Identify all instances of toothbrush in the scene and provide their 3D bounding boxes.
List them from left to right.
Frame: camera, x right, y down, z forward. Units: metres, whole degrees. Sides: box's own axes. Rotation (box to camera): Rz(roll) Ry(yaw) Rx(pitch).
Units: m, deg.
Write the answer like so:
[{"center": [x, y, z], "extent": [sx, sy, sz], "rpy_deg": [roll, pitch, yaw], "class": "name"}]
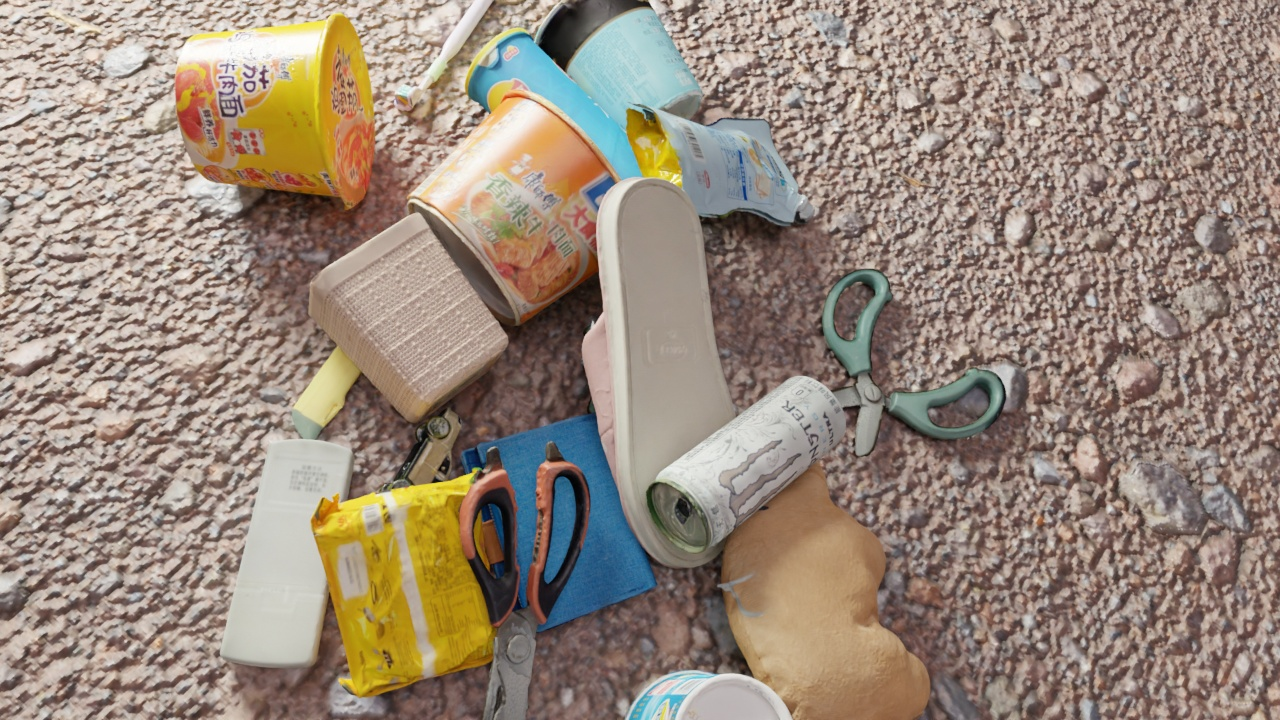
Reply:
[{"center": [-0.163, -0.290, 0.813], "extent": [0.021, 0.029, 0.188], "rpy_deg": [46, 57, -33], "class": "toothbrush"}]

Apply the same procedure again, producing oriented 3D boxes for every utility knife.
[{"center": [-0.192, -0.034, 0.690], "extent": [0.031, 0.022, 0.219], "rpy_deg": [30, 71, 0], "class": "utility knife"}]

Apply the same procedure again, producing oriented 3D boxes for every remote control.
[{"center": [-0.231, 0.126, 0.608], "extent": [0.058, 0.021, 0.149], "rpy_deg": [7, 65, -6], "class": "remote control"}]

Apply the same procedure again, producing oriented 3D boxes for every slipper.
[{"center": [0.012, 0.010, 0.642], "extent": [0.114, 0.055, 0.274], "rpy_deg": [-13, 97, -38], "class": "slipper"}]

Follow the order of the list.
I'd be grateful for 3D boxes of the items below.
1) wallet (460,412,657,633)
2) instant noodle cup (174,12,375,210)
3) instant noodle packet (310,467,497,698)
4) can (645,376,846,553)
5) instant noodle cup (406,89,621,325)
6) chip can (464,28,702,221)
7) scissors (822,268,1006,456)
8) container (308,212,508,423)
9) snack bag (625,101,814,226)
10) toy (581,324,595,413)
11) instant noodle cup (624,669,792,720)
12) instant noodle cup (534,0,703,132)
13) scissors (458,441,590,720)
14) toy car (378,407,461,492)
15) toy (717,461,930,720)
[{"center": [-0.057, 0.111, 0.634], "extent": [0.106, 0.040, 0.133], "rpy_deg": [-16, 77, -17], "class": "wallet"}, {"center": [-0.272, -0.188, 0.689], "extent": [0.110, 0.138, 0.137], "rpy_deg": [-1, 66, -2], "class": "instant noodle cup"}, {"center": [-0.145, 0.139, 0.585], "extent": [0.110, 0.044, 0.128], "rpy_deg": [-11, 93, -20], "class": "instant noodle packet"}, {"center": [0.074, 0.067, 0.617], "extent": [0.146, 0.058, 0.058], "rpy_deg": [-32, 74, -33], "class": "can"}, {"center": [-0.090, -0.105, 0.675], "extent": [0.151, 0.151, 0.111], "rpy_deg": [44, 74, 11], "class": "instant noodle cup"}, {"center": [-0.045, -0.170, 0.738], "extent": [0.210, 0.071, 0.071], "rpy_deg": [45, 66, 7], "class": "chip can"}, {"center": [0.218, 0.008, 0.741], "extent": [0.180, 0.019, 0.170], "rpy_deg": [15, 63, -4], "class": "scissors"}, {"center": [-0.161, -0.024, 0.644], "extent": [0.089, 0.090, 0.111], "rpy_deg": [-39, 91, -25], "class": "container"}, {"center": [0.071, -0.157, 0.740], "extent": [0.190, 0.039, 0.110], "rpy_deg": [-6, 58, -49], "class": "snack bag"}, {"center": [-0.004, 0.004, 0.700], "extent": [0.092, 0.030, 0.096], "rpy_deg": [15, 72, 2], "class": "toy"}, {"center": [0.043, 0.227, 0.543], "extent": [0.099, 0.110, 0.099], "rpy_deg": [3, 64, -7], "class": "instant noodle cup"}, {"center": [-0.012, -0.244, 0.774], "extent": [0.111, 0.111, 0.120], "rpy_deg": [-32, 83, -21], "class": "instant noodle cup"}, {"center": [-0.089, 0.162, 0.574], "extent": [0.206, 0.015, 0.193], "rpy_deg": [-45, 109, -28], "class": "scissors"}, {"center": [-0.150, 0.075, 0.635], "extent": [0.035, 0.042, 0.090], "rpy_deg": [32, 68, -19], "class": "toy car"}, {"center": [0.114, 0.149, 0.625], "extent": [0.143, 0.083, 0.225], "rpy_deg": [5, 60, -39], "class": "toy"}]
